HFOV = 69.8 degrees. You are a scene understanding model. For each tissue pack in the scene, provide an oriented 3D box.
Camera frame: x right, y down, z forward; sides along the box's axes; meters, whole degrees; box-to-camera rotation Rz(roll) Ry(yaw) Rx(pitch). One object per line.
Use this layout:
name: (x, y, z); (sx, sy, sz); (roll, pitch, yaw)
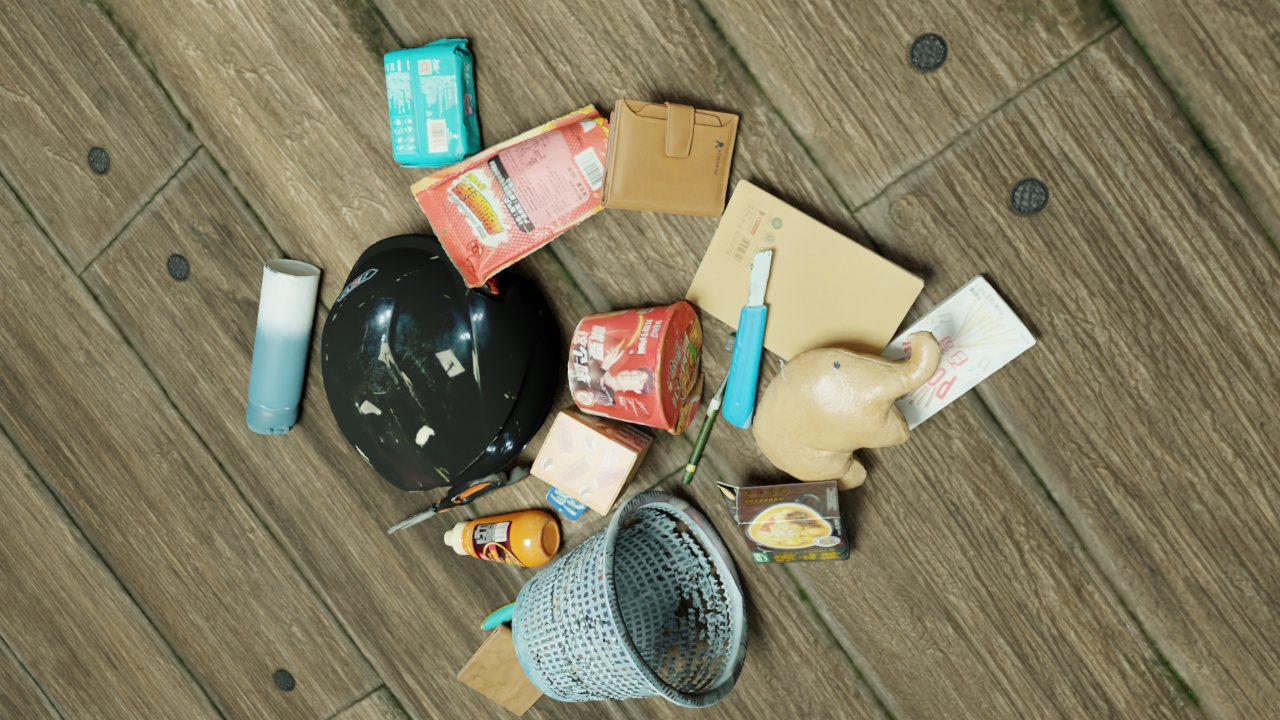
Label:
tissue pack: (-0.224, -0.277, 0.991); (0.093, 0.050, 0.133); (2, 105, 18)

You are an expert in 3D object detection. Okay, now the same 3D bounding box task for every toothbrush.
toothbrush: (0.076, 0.055, 1.010); (0.017, 0.012, 0.186); (24, 110, 16)

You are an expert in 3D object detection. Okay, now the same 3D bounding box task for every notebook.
notebook: (0.159, -0.071, 0.928); (0.208, 0.008, 0.148); (32, 121, 14)

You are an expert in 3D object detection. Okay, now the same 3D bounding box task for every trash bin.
trash bin: (-0.026, 0.279, 1.009); (0.196, 0.225, 0.226); (-28, 95, 34)

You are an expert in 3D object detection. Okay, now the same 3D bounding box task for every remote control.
remote control: (-0.058, 0.127, 1.062); (0.049, 0.024, 0.125); (39, 108, 4)

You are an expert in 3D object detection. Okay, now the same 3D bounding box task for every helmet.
helmet: (-0.221, 0.006, 0.969); (0.234, 0.229, 0.275); (-32, 104, 20)

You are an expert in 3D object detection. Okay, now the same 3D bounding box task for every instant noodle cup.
instant noodle cup: (-0.006, 0.006, 0.961); (0.109, 0.137, 0.138); (3, 105, 22)

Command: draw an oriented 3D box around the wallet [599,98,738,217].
wallet: (0.029, -0.199, 0.910); (0.131, 0.031, 0.108); (1, 108, -25)

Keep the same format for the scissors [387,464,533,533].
scissors: (-0.216, 0.172, 1.112); (0.235, 0.160, 0.021); (-39, 68, 56)

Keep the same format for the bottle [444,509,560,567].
bottle: (-0.172, 0.214, 1.104); (0.150, 0.066, 0.067); (-5, 103, 25)

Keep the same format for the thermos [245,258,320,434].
thermos: (-0.440, -0.013, 1.121); (0.070, 0.070, 0.221); (20, 110, 11)

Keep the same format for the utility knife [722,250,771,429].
utility knife: (0.114, -0.020, 0.957); (0.034, 0.018, 0.203); (16, 119, 17)

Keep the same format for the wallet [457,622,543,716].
wallet: (-0.164, 0.392, 1.158); (0.101, 0.020, 0.115); (34, 115, -8)

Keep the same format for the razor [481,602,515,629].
razor: (-0.142, 0.308, 1.134); (0.133, 0.028, 0.043); (-24, 119, 22)

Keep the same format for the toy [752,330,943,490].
toy: (0.195, 0.042, 0.899); (0.143, 0.082, 0.227); (25, 137, -4)

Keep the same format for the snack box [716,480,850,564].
snack box: (0.152, 0.170, 0.967); (0.126, 0.053, 0.113); (-7, 145, 15)

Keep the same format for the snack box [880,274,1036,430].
snack box: (0.302, -0.005, 0.917); (0.157, 0.026, 0.084); (-40, 89, 21)

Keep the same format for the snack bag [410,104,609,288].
snack bag: (-0.113, -0.172, 0.926); (0.207, 0.073, 0.128); (-30, 78, -5)

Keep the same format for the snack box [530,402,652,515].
snack box: (-0.051, 0.103, 0.995); (0.094, 0.092, 0.077); (28, 101, 7)
